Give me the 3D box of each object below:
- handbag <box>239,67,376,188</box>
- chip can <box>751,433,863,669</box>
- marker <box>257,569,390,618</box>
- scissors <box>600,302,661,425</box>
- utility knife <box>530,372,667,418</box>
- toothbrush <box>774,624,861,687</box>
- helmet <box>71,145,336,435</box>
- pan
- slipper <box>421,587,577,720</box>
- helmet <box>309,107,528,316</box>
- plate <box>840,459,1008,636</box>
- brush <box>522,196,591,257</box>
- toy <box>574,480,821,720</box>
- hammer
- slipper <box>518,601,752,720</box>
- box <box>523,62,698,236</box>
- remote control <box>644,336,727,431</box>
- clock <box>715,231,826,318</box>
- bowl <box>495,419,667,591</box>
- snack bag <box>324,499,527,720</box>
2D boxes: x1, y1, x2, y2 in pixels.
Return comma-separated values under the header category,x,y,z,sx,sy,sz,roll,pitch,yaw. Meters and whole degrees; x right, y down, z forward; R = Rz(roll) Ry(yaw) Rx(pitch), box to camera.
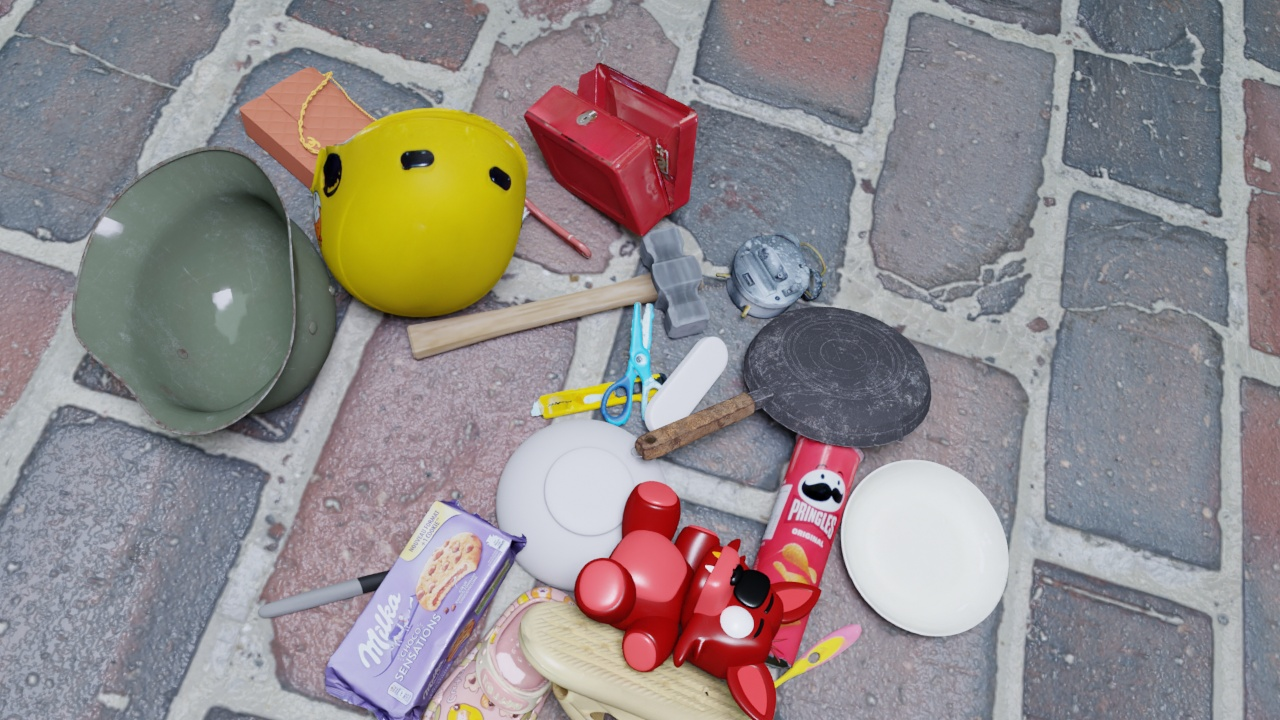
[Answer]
category,x,y,z,sx,sy,sz,roll,pitch,yaw
handbag,-0.340,-0.247,1.020,0.172,0.060,0.108,40,63,7
chip can,0.156,0.187,0.921,0.073,0.073,0.232,24,67,0
marker,-0.287,0.221,0.864,0.138,0.016,0.022,-14,95,-14
scissors,-0.008,0.003,0.969,0.083,0.015,0.140,-3,97,-14
utility knife,-0.041,0.039,0.979,0.155,0.017,0.030,-12,67,-11
toothbrush,0.166,0.299,0.910,0.135,0.016,0.021,-26,73,-21
helmet,-0.383,-0.046,0.871,0.227,0.154,0.267,-21,66,9
pan,0.147,0.029,0.950,0.356,0.040,0.207,-19,48,-25
slipper,-0.123,0.289,0.829,0.093,0.082,0.196,32,64,5
helmet,-0.212,-0.124,0.896,0.208,0.241,0.139,8,69,-30
plate,0.292,0.196,0.961,0.182,0.034,0.182,3,68,-8
brush,-0.128,-0.164,1.036,0.172,0.041,0.030,40,84,5
toy,0.051,0.211,0.817,0.197,0.121,0.157,25,42,11
hammer,-0.088,-0.056,0.994,0.322,0.051,0.117,-14,71,-12
slipper,-0.009,0.302,0.825,0.261,0.111,0.079,30,104,-19
box,-0.035,-0.223,1.003,0.157,0.137,0.122,34,57,29
remote control,0.050,0.027,0.985,0.136,0.013,0.043,-50,117,-28
clock,0.156,-0.100,1.047,0.129,0.052,0.090,-24,74,-17
bowl,-0.053,0.136,0.909,0.176,0.066,0.176,3,68,-8
snack bag,-0.195,0.233,0.843,0.096,0.058,0.205,24,69,20
